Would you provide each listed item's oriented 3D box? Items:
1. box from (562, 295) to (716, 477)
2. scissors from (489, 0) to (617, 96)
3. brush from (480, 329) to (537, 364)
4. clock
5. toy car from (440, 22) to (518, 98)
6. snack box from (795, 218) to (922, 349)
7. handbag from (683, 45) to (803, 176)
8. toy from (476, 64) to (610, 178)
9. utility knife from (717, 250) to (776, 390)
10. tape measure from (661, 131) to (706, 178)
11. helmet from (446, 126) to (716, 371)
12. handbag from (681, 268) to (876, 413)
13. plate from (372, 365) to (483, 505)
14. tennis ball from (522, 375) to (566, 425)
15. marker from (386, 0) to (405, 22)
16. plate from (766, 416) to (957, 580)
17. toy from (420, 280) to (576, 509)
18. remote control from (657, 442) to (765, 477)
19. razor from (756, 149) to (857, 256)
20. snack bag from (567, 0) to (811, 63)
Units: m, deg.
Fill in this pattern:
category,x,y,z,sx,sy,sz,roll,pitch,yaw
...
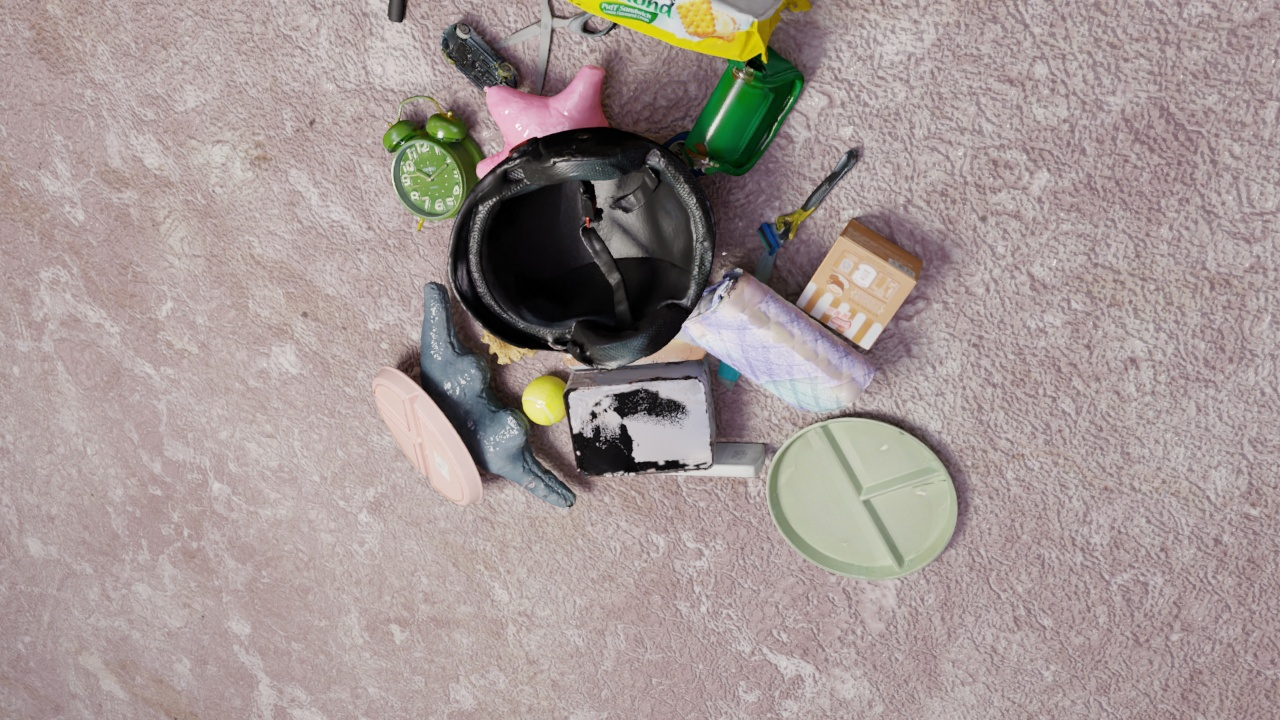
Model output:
category,x,y,z,sx,sy,sz,roll,pitch,yaw
box,-0.006,0.005,1.109,0.178,0.088,0.262,-4,113,9
scissors,-0.100,-0.376,1.032,0.159,0.014,0.177,21,123,16
brush,-0.095,-0.060,1.161,0.255,0.045,0.083,-18,105,23
clock,-0.255,-0.244,1.130,0.116,0.056,0.161,-4,112,23
toy car,-0.186,-0.347,1.065,0.105,0.031,0.049,43,132,-3
snack box,0.237,-0.084,0.992,0.093,0.076,0.095,33,121,6
handbag,0.102,-0.254,0.942,0.068,0.119,0.132,37,124,9
toy,-0.101,-0.257,1.045,0.178,0.074,0.195,38,120,-20
utility knife,0.127,-0.047,1.091,0.029,0.013,0.193,22,122,9
tape measure,0.053,-0.229,1.029,0.055,0.025,0.058,-30,104,29
helmet,-0.059,-0.126,0.967,0.275,0.230,0.234,-11,111,3
handbag,0.149,-0.020,1.016,0.194,0.075,0.134,33,165,-12
plate,-0.298,0.109,1.263,0.229,0.028,0.230,37,149,27
tennis ball,-0.123,0.053,1.210,0.065,0.065,0.065,9,117,18
marker,-0.277,-0.460,1.060,0.022,0.020,0.132,40,129,35
plate,0.269,0.168,1.127,0.230,0.027,0.230,9,116,19
toy,-0.216,0.067,1.238,0.138,0.091,0.356,-28,100,33
remote control,0.083,0.126,1.165,0.150,0.058,0.021,-1,116,23
razor,0.186,-0.175,1.003,0.143,0.022,0.042,-46,48,29
snack bag,0.037,-0.370,0.898,0.246,0.157,0.068,26,138,10
